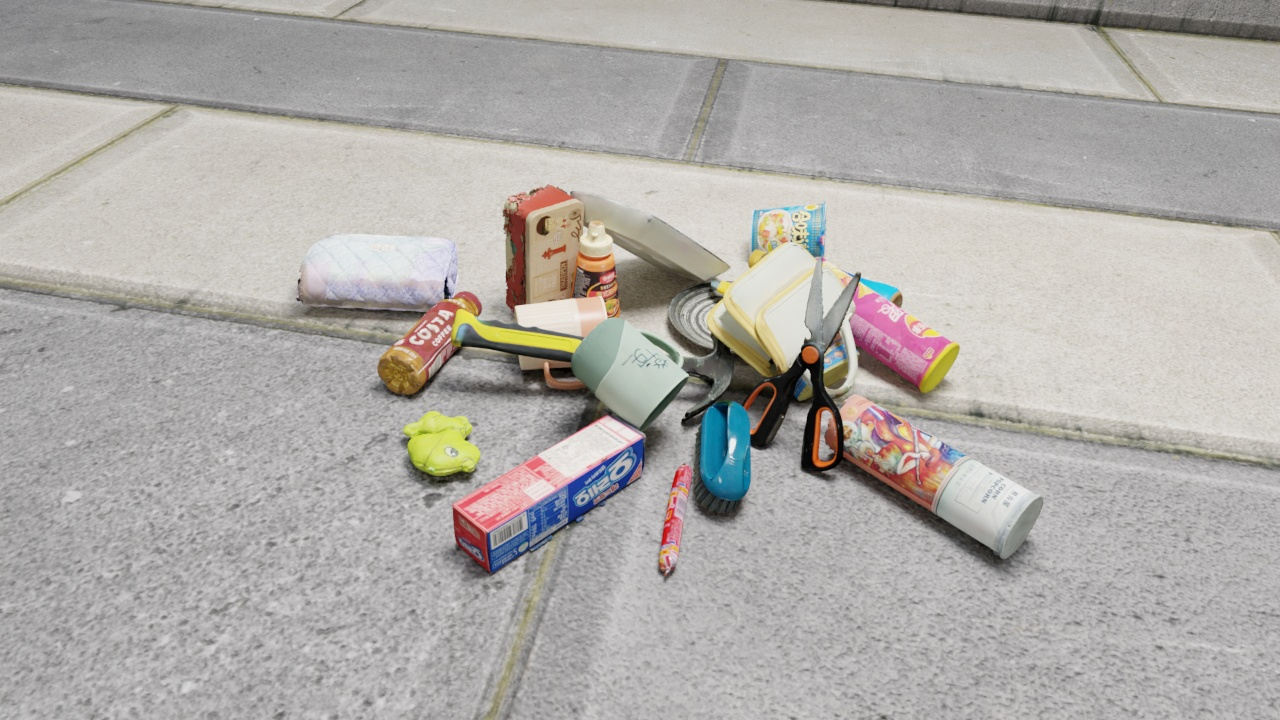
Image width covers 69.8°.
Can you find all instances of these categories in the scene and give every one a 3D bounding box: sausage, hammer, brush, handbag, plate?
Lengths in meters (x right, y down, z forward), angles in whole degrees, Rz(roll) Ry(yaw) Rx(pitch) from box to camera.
[{"bbox_3d":[0.035,0.153,0.908,0.020,0.020,0.155,7,35,6],"label":"sausage"},{"bbox_3d":[-0.053,-0.008,1.046,0.323,0.032,0.126,9,67,-4],"label":"hammer"},{"bbox_3d":[0.090,0.090,0.956,0.055,0.074,0.143,19,34,-7],"label":"brush"},{"bbox_3d":[0.187,-0.041,1.054,0.179,0.063,0.163,44,54,12],"label":"handbag"},{"bbox_3d":[0.011,-0.159,1.230,0.162,0.034,0.265,22,0,38],"label":"plate"},{"bbox_3d":[0.125,-0.051,1.208,0.179,0.024,0.179,3,36,-3],"label":"plate"},{"bbox_3d":[-0.344,-0.118,1.219,0.194,0.076,0.134,1,35,-2],"label":"handbag"}]

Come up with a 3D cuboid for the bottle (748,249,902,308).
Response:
[{"bbox_3d":[0.247,-0.104,1.255,0.219,0.065,0.065,27,41,29],"label":"bottle"}]

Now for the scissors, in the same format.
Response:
[{"bbox_3d":[0.186,0.015,0.967,0.198,0.228,0.021,54,33,14],"label":"scissors"}]

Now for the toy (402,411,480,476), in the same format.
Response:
[{"bbox_3d":[-0.212,0.089,0.971,0.097,0.031,0.100,9,31,8],"label":"toy"}]

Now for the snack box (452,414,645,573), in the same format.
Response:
[{"bbox_3d":[-0.084,0.126,0.906,0.058,0.057,0.206,29,42,35],"label":"snack box"}]

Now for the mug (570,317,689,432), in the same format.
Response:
[{"bbox_3d":[-0.006,0.006,0.989,0.106,0.082,0.111,41,50,10],"label":"mug"}]

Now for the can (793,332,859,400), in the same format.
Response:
[{"bbox_3d":[0.201,-0.007,1.105,0.101,0.057,0.083,-24,62,-33],"label":"can"}]

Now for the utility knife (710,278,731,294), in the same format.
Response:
[{"bbox_3d":[0.159,-0.074,1.209,0.168,0.015,0.033,27,34,29],"label":"utility knife"}]

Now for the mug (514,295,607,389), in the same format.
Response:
[{"bbox_3d":[-0.093,-0.018,1.104,0.106,0.082,0.114,-6,65,-10],"label":"mug"}]

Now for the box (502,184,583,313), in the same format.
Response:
[{"bbox_3d":[-0.131,-0.135,1.178,0.091,0.169,0.077,-24,44,-34],"label":"box"}]

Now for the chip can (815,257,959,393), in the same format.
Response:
[{"bbox_3d":[0.289,-0.048,1.145,0.071,0.072,0.210,-27,54,-36],"label":"chip can"}]

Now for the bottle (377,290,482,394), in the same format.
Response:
[{"bbox_3d":[-0.248,-0.027,1.112,0.057,0.058,0.174,13,36,14],"label":"bottle"}]

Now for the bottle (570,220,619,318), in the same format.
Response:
[{"bbox_3d":[-0.057,-0.107,1.160,0.067,0.150,0.066,2,35,-2],"label":"bottle"}]

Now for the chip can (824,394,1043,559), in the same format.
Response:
[{"bbox_3d":[0.295,0.114,0.943,0.071,0.071,0.215,-26,43,-35],"label":"chip can"}]

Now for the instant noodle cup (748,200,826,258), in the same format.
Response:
[{"bbox_3d":[0.218,-0.187,1.356,0.110,0.099,0.099,3,34,12],"label":"instant noodle cup"}]
